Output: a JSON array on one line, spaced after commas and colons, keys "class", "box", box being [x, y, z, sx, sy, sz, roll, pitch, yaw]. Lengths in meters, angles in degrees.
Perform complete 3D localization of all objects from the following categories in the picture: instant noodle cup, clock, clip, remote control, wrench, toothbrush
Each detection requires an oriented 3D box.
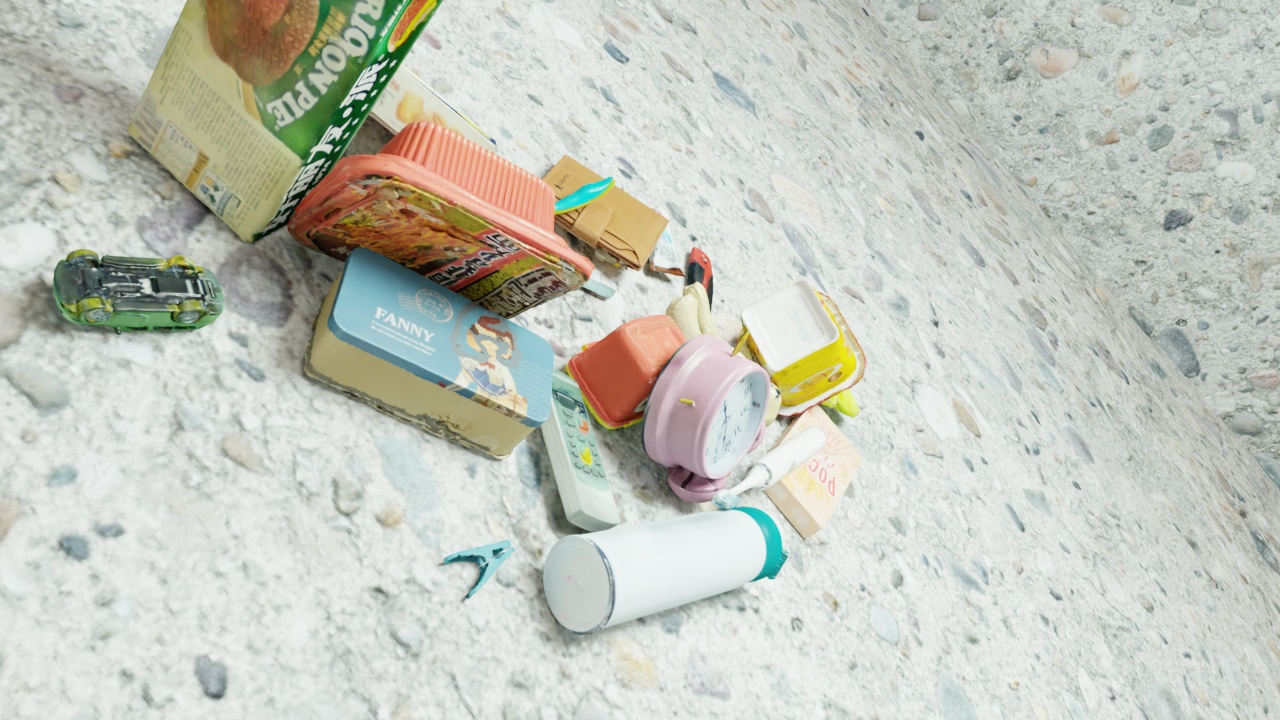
[{"class": "instant noodle cup", "box": [0.159, -0.019, 0.935, 0.116, 0.116, 0.123, 64, 7, 21]}, {"class": "clock", "box": [0.061, 0.055, 0.778, 0.060, 0.159, 0.117, 26, 56, 29]}, {"class": "instant noodle cup", "box": [-0.142, -0.099, 0.659, 0.188, 0.165, 0.079, 23, 66, -33]}, {"class": "clip", "box": [-0.104, 0.135, 0.612, 0.034, 0.013, 0.054, 54, 34, 6]}, {"class": "remote control", "box": [-0.052, 0.068, 0.716, 0.056, 0.019, 0.135, 32, 33, -55]}, {"class": "wrench", "box": [0.066, -0.028, 0.956, 0.056, 0.016, 0.272, 32, 38, -29]}, {"class": "toothbrush", "box": [0.117, 0.096, 0.823, 0.026, 0.027, 0.220, 17, 18, 28]}]

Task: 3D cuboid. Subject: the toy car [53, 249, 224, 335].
[{"class": "toy car", "box": [-0.297, -0.038, 0.544, 0.091, 0.036, 0.043, 3, 56, -48]}]

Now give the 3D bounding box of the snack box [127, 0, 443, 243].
[{"class": "snack box", "box": [-0.230, -0.196, 0.591, 0.114, 0.241, 0.063, 43, 33, -6]}]

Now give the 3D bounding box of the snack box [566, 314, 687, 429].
[{"class": "snack box", "box": [-0.005, 0.005, 0.789, 0.091, 0.080, 0.082, -19, 71, -53]}]

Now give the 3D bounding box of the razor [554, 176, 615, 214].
[{"class": "razor", "box": [-0.079, -0.152, 0.862, 0.132, 0.028, 0.043, -20, 30, -30]}]

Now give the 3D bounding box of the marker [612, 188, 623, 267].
[{"class": "marker", "box": [-0.022, -0.143, 0.971, 0.018, 0.015, 0.123, 31, 38, -26]}]

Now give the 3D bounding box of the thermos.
[{"class": "thermos", "box": [0.029, 0.150, 0.701, 0.223, 0.073, 0.073, 0, 57, -48]}]

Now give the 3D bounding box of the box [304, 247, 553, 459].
[{"class": "box", "box": [-0.151, -0.005, 0.652, 0.184, 0.063, 0.089, 28, 39, -30]}]

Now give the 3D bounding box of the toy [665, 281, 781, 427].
[{"class": "toy", "box": [0.079, -0.001, 0.871, 0.157, 0.066, 0.104, 57, 39, -5]}]

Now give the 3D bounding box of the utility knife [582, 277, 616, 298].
[{"class": "utility knife", "box": [-0.095, -0.098, 0.845, 0.190, 0.015, 0.033, 24, 42, -32]}]

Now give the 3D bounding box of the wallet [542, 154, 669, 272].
[{"class": "wallet", "box": [-0.041, -0.149, 0.926, 0.132, 0.031, 0.107, 32, 38, -4]}]

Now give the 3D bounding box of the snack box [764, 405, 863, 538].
[{"class": "snack box", "box": [0.173, 0.108, 0.935, 0.084, 0.026, 0.156, 50, 34, 2]}]

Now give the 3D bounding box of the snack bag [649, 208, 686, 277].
[{"class": "snack bag", "box": [0.019, -0.130, 0.994, 0.048, 0.026, 0.104, 10, 50, -34]}]

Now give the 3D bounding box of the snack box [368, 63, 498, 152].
[{"class": "snack box", "box": [-0.200, -0.218, 0.750, 0.178, 0.046, 0.182, 38, 6, -17]}]

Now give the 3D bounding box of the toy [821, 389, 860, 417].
[{"class": "toy", "box": [0.208, 0.029, 1.032, 0.096, 0.031, 0.100, 47, 18, 9]}]
